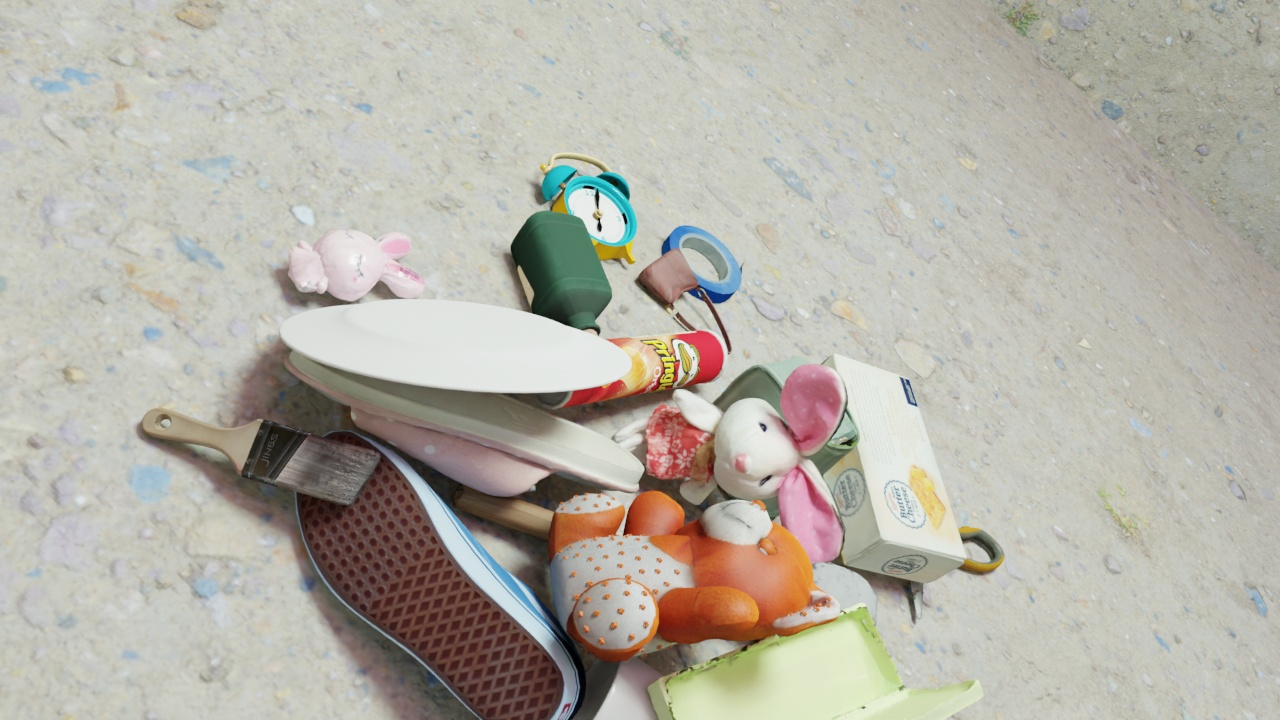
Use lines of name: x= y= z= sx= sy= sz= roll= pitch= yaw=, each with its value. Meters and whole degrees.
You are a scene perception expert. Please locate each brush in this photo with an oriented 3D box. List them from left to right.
brush: x=-0.240 y=0.055 z=0.575 sx=0.151 sy=0.012 sz=0.038 roll=16 pitch=73 yaw=3

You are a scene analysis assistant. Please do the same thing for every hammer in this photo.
hammer: x=0.017 y=0.154 z=0.687 sx=0.328 sy=0.098 sz=0.052 roll=21 pitch=50 yaw=-10

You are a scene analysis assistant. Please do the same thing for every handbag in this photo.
handbag: x=0.053 y=-0.054 z=0.925 sx=0.055 sy=0.029 sz=0.119 roll=-37 pitch=87 yaw=-28
handbag: x=0.117 y=0.067 z=0.798 sx=0.067 sy=0.122 sz=0.106 roll=-12 pitch=60 yaw=-45

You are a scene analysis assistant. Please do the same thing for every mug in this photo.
mug: x=-0.004 y=0.256 z=0.582 sx=0.097 sy=0.079 sz=0.111 roll=36 pitch=69 yaw=-7

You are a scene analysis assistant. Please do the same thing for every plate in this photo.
plate: x=-0.125 y=-0.020 z=0.649 sx=0.242 sy=0.016 sz=0.242 roll=8 pitch=13 yaw=-2

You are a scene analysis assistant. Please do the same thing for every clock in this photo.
clock: x=-0.049 y=-0.155 z=0.924 sx=0.099 sy=0.044 sz=0.129 roll=0 pitch=62 yaw=-37

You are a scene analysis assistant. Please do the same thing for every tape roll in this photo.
tape roll: x=0.066 y=-0.104 z=0.984 sx=0.093 sy=0.016 sz=0.091 roll=34 pitch=42 yaw=-8

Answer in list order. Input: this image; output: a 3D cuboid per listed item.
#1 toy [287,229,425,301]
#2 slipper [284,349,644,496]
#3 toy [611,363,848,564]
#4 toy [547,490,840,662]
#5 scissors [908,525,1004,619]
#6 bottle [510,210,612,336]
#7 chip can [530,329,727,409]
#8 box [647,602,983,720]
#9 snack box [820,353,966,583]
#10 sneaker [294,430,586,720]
toy: x=-0.220 y=-0.077 z=0.721 sx=0.109 sy=0.047 sz=0.063 roll=-8 pitch=58 yaw=-50
slipper: x=-0.120 y=0.052 z=0.655 sx=0.274 sy=0.054 sz=0.114 roll=22 pitch=9 yaw=-26
toy: x=0.071 y=0.071 z=0.733 sx=0.194 sy=0.159 sz=0.084 roll=8 pitch=14 yaw=24
toy: x=0.031 y=0.135 z=0.588 sx=0.172 sy=0.093 sz=0.164 roll=0 pitch=14 yaw=-14
scissors: x=0.281 y=0.162 z=0.919 sx=0.229 sy=0.016 sz=0.224 roll=22 pitch=45 yaw=-20
bottle: x=-0.065 y=-0.064 z=0.816 sx=0.061 sy=0.061 sz=0.131 roll=2 pitch=54 yaw=-39
chip can: x=-0.005 y=0.005 z=0.783 sx=0.214 sy=0.052 sz=0.051 roll=-7 pitch=60 yaw=-52
box: x=0.109 y=0.220 z=0.574 sx=0.187 sy=0.066 sz=0.128 roll=-8 pitch=20 yaw=-37
snack box: x=0.227 y=0.100 z=0.875 sx=0.104 sy=0.058 sz=0.207 roll=16 pitch=47 yaw=-26
sneaker: x=-0.128 y=0.146 z=0.597 sx=0.241 sy=0.083 sz=0.098 roll=42 pitch=-5 yaw=18
